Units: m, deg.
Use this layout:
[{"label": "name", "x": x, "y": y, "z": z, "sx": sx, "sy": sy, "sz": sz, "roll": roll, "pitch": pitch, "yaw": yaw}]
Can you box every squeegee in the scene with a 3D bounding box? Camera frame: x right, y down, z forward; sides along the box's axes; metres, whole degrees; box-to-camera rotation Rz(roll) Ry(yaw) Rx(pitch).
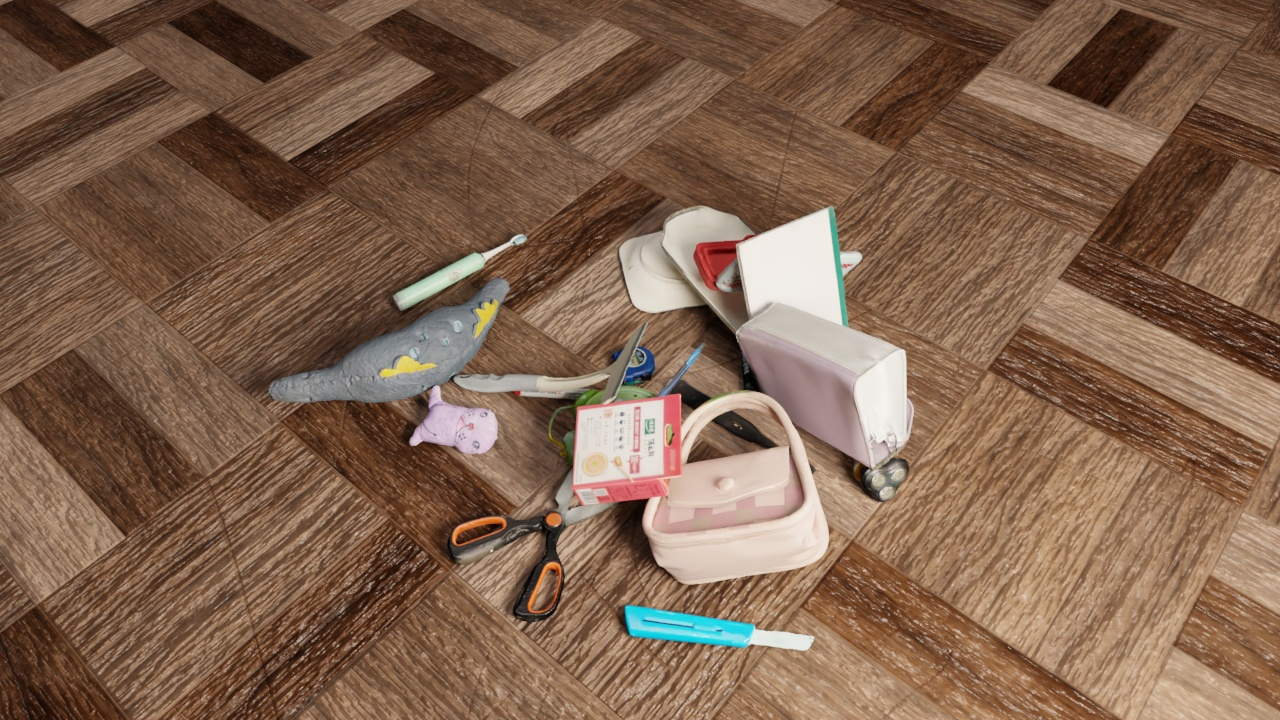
[{"label": "squeegee", "x": -0.124, "y": 0.024, "z": 1.188, "sx": 0.247, "sy": 0.039, "sz": 0.246, "roll": -7, "pitch": 21, "yaw": 12}]

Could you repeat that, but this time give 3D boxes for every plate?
[{"label": "plate", "x": 0.055, "y": -0.145, "z": 1.355, "sx": 0.163, "sy": 0.034, "sz": 0.164, "roll": -9, "pitch": 51, "yaw": -7}, {"label": "plate", "x": 0.135, "y": -0.113, "z": 1.292, "sx": 0.161, "sy": 0.034, "sz": 0.265, "roll": -26, "pitch": 66, "yaw": -35}]

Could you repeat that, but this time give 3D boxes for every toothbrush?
[{"label": "toothbrush", "x": 0.032, "y": 0.035, "z": 1.150, "sx": 0.016, "sy": 0.014, "sz": 0.189, "roll": 15, "pitch": 48, "yaw": 31}, {"label": "toothbrush", "x": 0.131, "y": 0.086, "z": 1.170, "sx": 0.213, "sy": 0.027, "sz": 0.026, "roll": 31, "pitch": 102, "yaw": 23}, {"label": "toothbrush", "x": -0.265, "y": -0.135, "z": 1.360, "sx": 0.224, "sy": 0.026, "sz": 0.027, "roll": -32, "pitch": 35, "yaw": -23}]

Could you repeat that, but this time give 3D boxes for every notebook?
[{"label": "notebook", "x": 0.204, "y": -0.079, "z": 1.193, "sx": 0.150, "sy": 0.209, "sz": 0.012, "roll": -24, "pitch": 28, "yaw": -20}]

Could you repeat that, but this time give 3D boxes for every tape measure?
[{"label": "tape measure", "x": -0.007, "y": 0.007, "z": 1.237, "sx": 0.054, "sy": 0.025, "sz": 0.058, "roll": -13, "pitch": 49, "yaw": -11}]

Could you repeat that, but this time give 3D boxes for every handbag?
[{"label": "handbag", "x": 0.109, "y": 0.132, "z": 1.063, "sx": 0.194, "sy": 0.093, "sz": 0.233, "roll": -11, "pitch": 45, "yaw": 17}, {"label": "handbag", "x": 0.224, "y": 0.026, "z": 1.106, "sx": 0.098, "sy": 0.145, "sz": 0.197, "roll": -31, "pitch": 36, "yaw": -24}]

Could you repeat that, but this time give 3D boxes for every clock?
[{"label": "clock", "x": -0.036, "y": 0.090, "z": 1.145, "sx": 0.161, "sy": 0.056, "sz": 0.115, "roll": 11, "pitch": 49, "yaw": 6}]

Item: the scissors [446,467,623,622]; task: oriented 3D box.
[{"label": "scissors", "x": -0.116, "y": 0.208, "z": 1.081, "sx": 0.221, "sy": 0.022, "sz": 0.230, "roll": -3, "pitch": 49, "yaw": -7}]

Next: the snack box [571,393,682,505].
[{"label": "snack box", "x": -0.011, "y": 0.102, "z": 1.051, "sx": 0.127, "sy": 0.044, "sz": 0.113, "roll": -8, "pitch": 51, "yaw": 12}]

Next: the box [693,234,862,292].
[{"label": "box", "x": 0.187, "y": -0.143, "z": 1.246, "sx": 0.201, "sy": 0.100, "sz": 0.112, "roll": -5, "pitch": 57, "yaw": -25}]

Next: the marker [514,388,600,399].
[{"label": "marker", "x": -0.095, "y": 0.044, "z": 1.215, "sx": 0.145, "sy": 0.017, "sz": 0.017, "roll": 3, "pitch": 51, "yaw": 5}]

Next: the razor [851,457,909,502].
[{"label": "razor", "x": 0.293, "y": 0.095, "z": 1.142, "sx": 0.068, "sy": 0.062, "sz": 0.167, "roll": -22, "pitch": 39, "yaw": 25}]

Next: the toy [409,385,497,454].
[{"label": "toy", "x": -0.231, "y": 0.082, "z": 1.170, "sx": 0.108, "sy": 0.039, "sz": 0.083, "roll": 13, "pitch": 73, "yaw": 13}]

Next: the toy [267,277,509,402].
[{"label": "toy", "x": -0.309, "y": -0.011, "z": 1.220, "sx": 0.355, "sy": 0.091, "sz": 0.138, "roll": -27, "pitch": 43, "yaw": -22}]

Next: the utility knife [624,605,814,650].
[{"label": "utility knife", "x": 0.085, "y": 0.296, "z": 1.004, "sx": 0.209, "sy": 0.018, "sz": 0.034, "roll": 6, "pitch": 50, "yaw": 4}]

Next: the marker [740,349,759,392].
[{"label": "marker", "x": 0.148, "y": -0.007, "z": 1.250, "sx": 0.022, "sy": 0.020, "sz": 0.131, "roll": 20, "pitch": 46, "yaw": -21}]
